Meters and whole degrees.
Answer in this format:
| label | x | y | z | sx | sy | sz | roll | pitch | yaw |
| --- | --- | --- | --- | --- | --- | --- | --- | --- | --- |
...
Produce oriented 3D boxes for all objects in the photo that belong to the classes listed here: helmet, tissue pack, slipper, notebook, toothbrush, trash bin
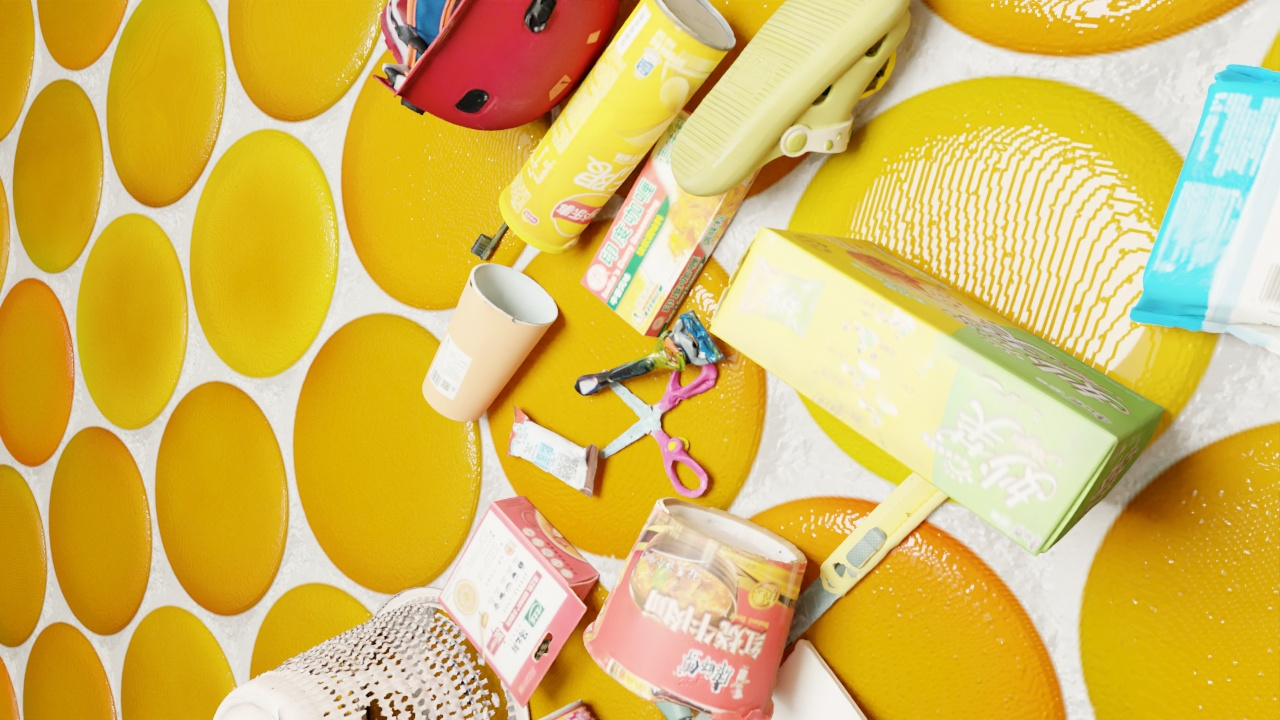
| label | x | y | z | sx | sy | sz | roll | pitch | yaw |
| --- | --- | --- | --- | --- | --- | --- | --- | --- | --- |
| helmet | -0.091 | -0.256 | 0.677 | 0.207 | 0.144 | 0.239 | -46 | 36 | 27 |
| tissue pack | 0.319 | -0.076 | 0.466 | 0.090 | 0.063 | 0.140 | 20 | 102 | 31 |
| slipper | 0.104 | -0.174 | 0.609 | 0.191 | 0.081 | 0.091 | -44 | 40 | 11 |
| notebook | 0.095 | 0.318 | 0.619 | 0.209 | 0.012 | 0.150 | -59 | 41 | 20 |
| toothbrush | -0.091 | -0.159 | 0.775 | 0.186 | 0.017 | 0.012 | -52 | 27 | 23 |
| trash bin | -0.238 | 0.322 | 0.771 | 0.228 | 0.191 | 0.227 | 0 | 90 | 35 |

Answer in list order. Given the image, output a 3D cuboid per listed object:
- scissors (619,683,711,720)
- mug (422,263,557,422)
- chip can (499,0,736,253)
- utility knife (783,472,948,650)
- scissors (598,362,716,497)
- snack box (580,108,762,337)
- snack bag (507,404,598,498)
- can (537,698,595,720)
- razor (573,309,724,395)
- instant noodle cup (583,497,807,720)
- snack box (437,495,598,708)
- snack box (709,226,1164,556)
| label | x | y | z | sx | sy | sz | roll | pitch | yaw |
| --- | --- | --- | --- | --- | --- | --- | --- | --- | --- |
| scissors | 0.014 | 0.274 | 0.678 | 0.179 | 0.019 | 0.171 | 54 | 134 | 42 |
| mug | -0.132 | -0.010 | 0.771 | 0.078 | 0.078 | 0.123 | 48 | 119 | 25 |
| chip can | -0.024 | -0.173 | 0.675 | 0.214 | 0.071 | 0.072 | -46 | 66 | 36 |
| utility knife | 0.154 | 0.125 | 0.612 | 0.031 | 0.022 | 0.214 | 52 | 121 | 30 |
| scissors | 0.014 | 0.043 | 0.705 | 0.133 | 0.017 | 0.135 | 44 | 116 | 30 |
| snack box | 0.021 | -0.102 | 0.691 | 0.077 | 0.027 | 0.156 | 41 | 111 | 29 |
| snack bag | -0.075 | 0.074 | 0.757 | 0.104 | 0.026 | 0.048 | 19 | 107 | 32 |
| can | -0.054 | 0.323 | 0.719 | 0.067 | 0.066 | 0.093 | -36 | 71 | 29 |
| razor | -0.004 | 0.004 | 0.694 | 0.143 | 0.022 | 0.042 | -22 | 105 | 42 |
| instant noodle cup | 0.043 | 0.162 | 0.621 | 0.138 | 0.137 | 0.108 | 22 | 93 | 32 |
| snack box | -0.097 | 0.197 | 0.762 | 0.127 | 0.044 | 0.113 | 42 | 111 | 28 |
| snack box | 0.166 | 0.004 | 0.514 | 0.210 | 0.157 | 0.070 | 37 | 113 | 29 |
